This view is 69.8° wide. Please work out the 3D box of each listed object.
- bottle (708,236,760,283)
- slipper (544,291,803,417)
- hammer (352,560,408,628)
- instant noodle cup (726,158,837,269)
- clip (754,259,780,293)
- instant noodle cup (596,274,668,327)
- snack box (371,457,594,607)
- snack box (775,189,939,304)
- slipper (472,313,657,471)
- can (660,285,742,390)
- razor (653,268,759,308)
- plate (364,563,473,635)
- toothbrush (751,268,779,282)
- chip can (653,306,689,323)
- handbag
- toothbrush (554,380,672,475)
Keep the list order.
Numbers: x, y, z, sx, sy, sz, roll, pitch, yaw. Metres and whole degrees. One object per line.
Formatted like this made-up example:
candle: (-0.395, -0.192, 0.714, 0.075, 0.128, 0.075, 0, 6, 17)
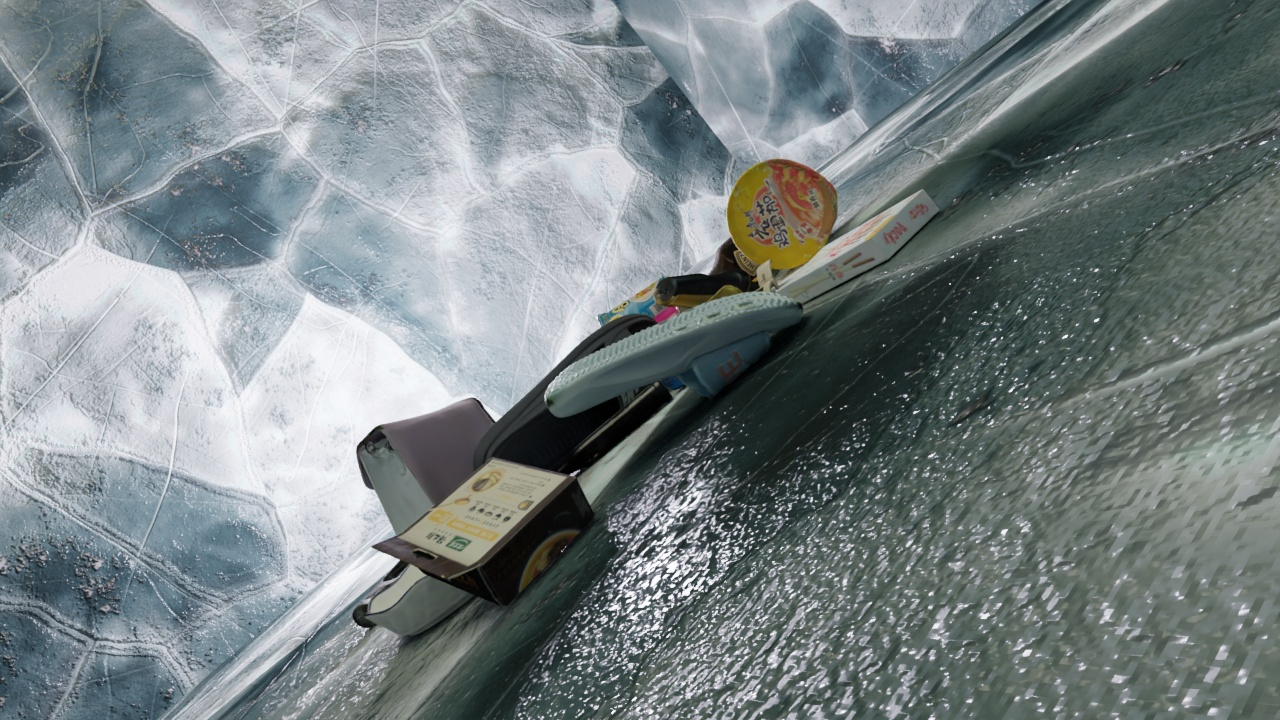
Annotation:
bottle: (0.135, -0.129, 1.292, 0.195, 0.080, 0.044, -41, 10, -1)
slipper: (0.037, 0.003, 0.796, 0.245, 0.074, 0.104, -23, 10, -13)
hammer: (-0.198, 0.193, 1.091, 0.323, 0.032, 0.126, -39, 5, 5)
instant noodle cup: (0.193, -0.193, 1.194, 0.138, 0.138, 0.109, -37, -4, 26)
clip: (0.135, -0.069, 0.949, 0.035, 0.071, 0.100, -36, 9, 30)
instant noodle cup: (0.013, -0.055, 1.226, 0.110, 0.099, 0.099, -38, 5, 9)
snack box: (-0.119, 0.131, 0.700, 0.113, 0.053, 0.125, 5, 38, 47)
snack box: (0.198, -0.100, 0.856, 0.084, 0.027, 0.157, -41, 4, -26)
slipper: (-0.055, 0.058, 0.987, 0.267, 0.111, 0.083, -40, 37, -23)
can: (0.064, -0.022, 0.964, 0.101, 0.057, 0.083, -42, 3, -40)
razor: (0.077, -0.072, 1.037, 0.167, 0.062, 0.068, -3, -70, -49)
plate: (-0.162, 0.179, 0.853, 0.205, 0.045, 0.205, -38, 4, 3)
toothbrush: (0.117, -0.070, 1.272, 0.192, 0.018, 0.016, -40, 6, 17)
chip can: (-0.007, 0.007, 1.150, 0.211, 0.071, 0.071, -36, 5, 26)
handbag: (-0.259, 0.136, 1.204, 0.099, 0.145, 0.196, -33, -6, 30)
toothbrush: (-0.056, 0.095, 0.952, 0.212, 0.026, 0.027, -39, 35, 1)
